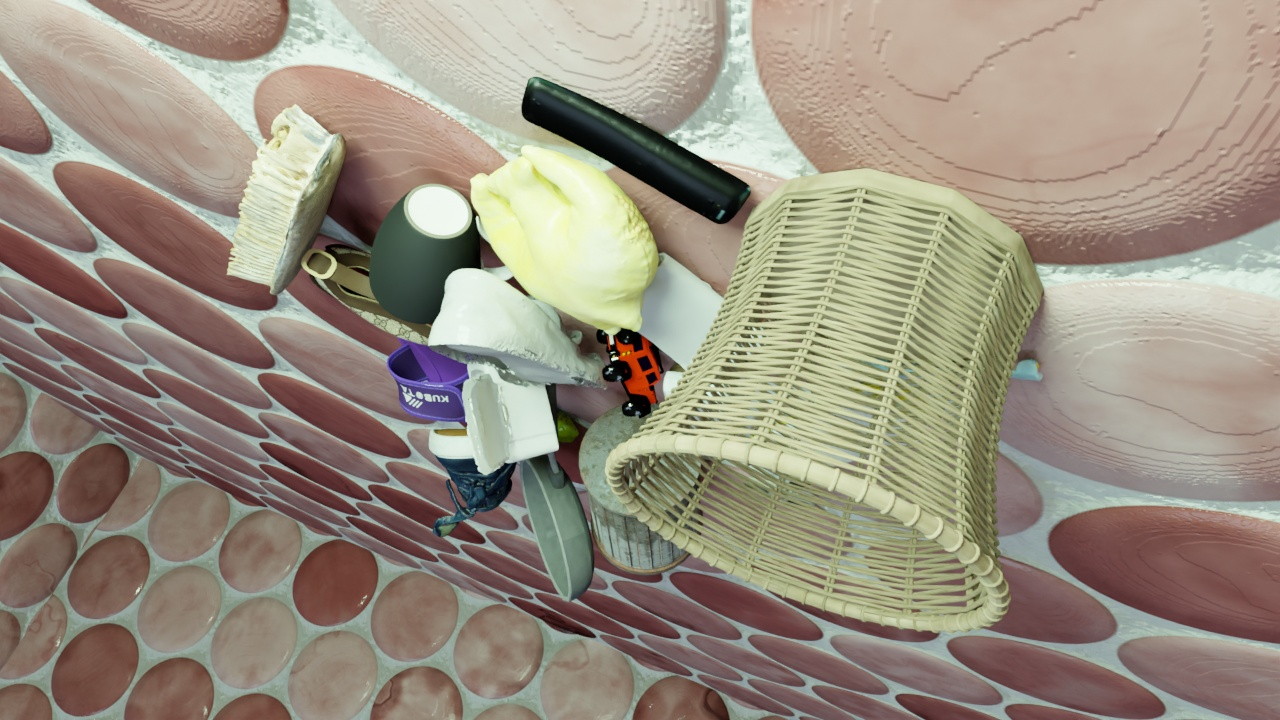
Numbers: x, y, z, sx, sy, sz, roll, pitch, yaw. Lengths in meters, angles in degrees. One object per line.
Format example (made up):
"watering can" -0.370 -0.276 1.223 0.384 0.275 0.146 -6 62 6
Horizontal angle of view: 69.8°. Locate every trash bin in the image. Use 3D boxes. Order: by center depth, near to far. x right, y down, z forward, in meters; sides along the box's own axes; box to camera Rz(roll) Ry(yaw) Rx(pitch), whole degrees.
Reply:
"trash bin" 0.004 0.145 0.995 0.131 0.130 0.211 19 154 12

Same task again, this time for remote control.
"remote control" -0.005 -0.128 0.570 0.152 0.020 0.041 27 155 -4
"remote control" 0.056 0.042 0.831 0.060 0.025 0.138 9 163 11

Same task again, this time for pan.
"pan" -0.092 0.131 1.019 0.358 0.041 0.178 93 155 -46

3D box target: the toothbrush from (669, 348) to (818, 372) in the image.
"toothbrush" 0.081 0.003 0.766 0.016 0.016 0.167 38 152 -30

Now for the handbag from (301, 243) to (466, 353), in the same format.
"handbag" -0.222 -0.059 0.827 0.166 0.063 0.138 27 173 -5

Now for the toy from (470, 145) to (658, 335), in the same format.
"toy" -0.053 -0.082 0.658 0.155 0.064 0.171 51 153 -20

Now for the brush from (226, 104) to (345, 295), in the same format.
"brush" -0.300 -0.124 0.774 0.056 0.083 0.272 31 156 -17

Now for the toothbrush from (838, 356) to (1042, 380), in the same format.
"toothbrush" 0.205 0.004 0.656 0.155 0.016 0.022 2 158 41

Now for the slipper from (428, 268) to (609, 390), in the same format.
"slipper" -0.095 -0.016 0.772 0.112 0.074 0.246 17 173 23

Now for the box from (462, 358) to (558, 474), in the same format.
"box" -0.124 0.047 0.877 0.083 0.110 0.190 -15 -175 -4

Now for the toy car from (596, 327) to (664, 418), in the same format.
"toy car" -0.005 0.005 0.801 0.049 0.051 0.100 -16 143 7

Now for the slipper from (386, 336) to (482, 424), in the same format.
"slipper" -0.220 0.036 1.029 0.107 0.083 0.267 19 156 12

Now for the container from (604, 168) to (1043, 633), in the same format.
"container" 0.121 0.024 0.549 0.227 0.195 0.227 20 156 9

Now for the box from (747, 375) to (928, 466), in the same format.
"box" 0.164 0.060 0.792 0.064 0.033 0.210 31 154 -11

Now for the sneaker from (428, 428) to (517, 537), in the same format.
"sneaker" -0.200 0.147 1.113 0.120 0.127 0.295 0 168 -4

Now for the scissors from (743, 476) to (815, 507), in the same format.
"scissors" 0.141 0.128 0.937 0.132 0.012 0.169 13 167 32

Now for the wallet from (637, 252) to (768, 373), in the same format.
"wallet" 0.036 -0.037 0.714 0.116 0.032 0.086 40 141 -26

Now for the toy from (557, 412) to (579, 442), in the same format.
"toy" -0.115 0.068 1.061 0.093 0.036 0.094 19 161 -4

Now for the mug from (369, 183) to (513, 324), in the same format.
"mug" -0.152 -0.089 0.734 0.118 0.084 0.100 1 152 -22
